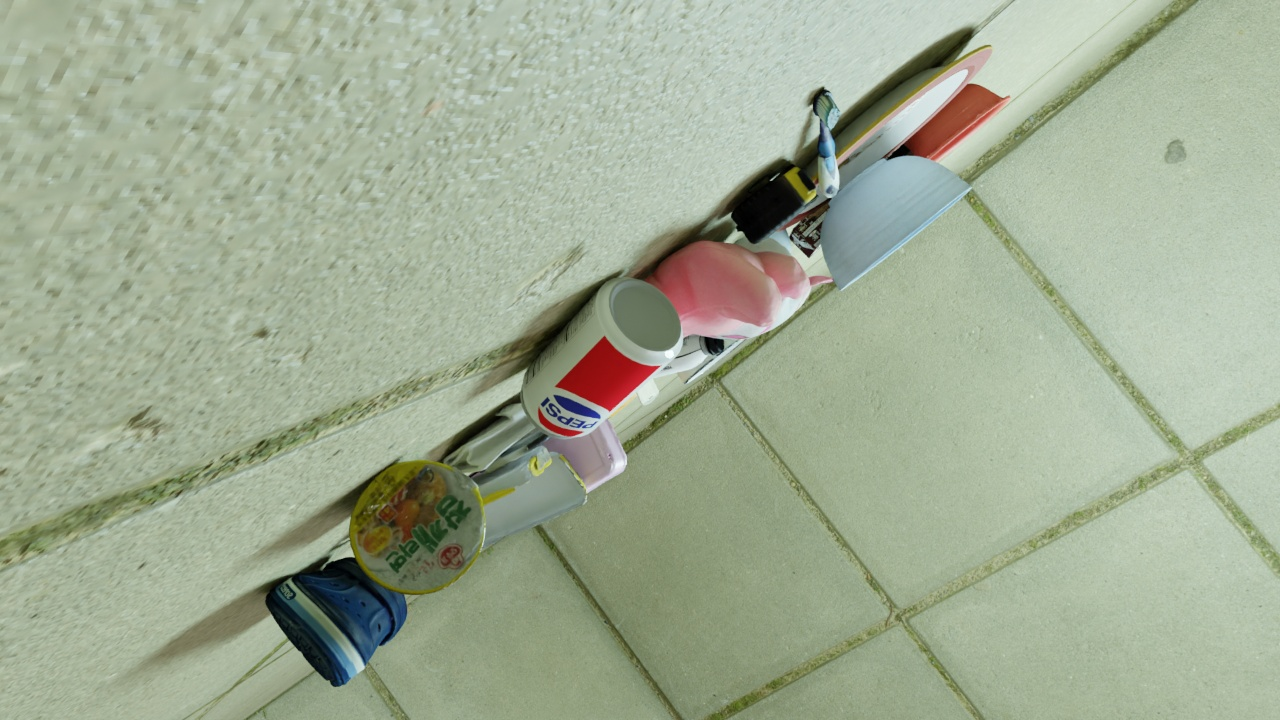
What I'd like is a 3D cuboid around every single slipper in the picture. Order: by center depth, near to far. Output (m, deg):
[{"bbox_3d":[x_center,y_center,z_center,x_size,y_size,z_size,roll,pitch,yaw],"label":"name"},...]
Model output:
[{"bbox_3d":[-0.274,0.230,0.863,0.095,0.105,0.253,-38,179,-15],"label":"slipper"}]

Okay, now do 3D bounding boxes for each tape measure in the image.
[{"bbox_3d":[0.098,-0.118,0.691,0.067,0.038,0.062,-36,-177,12],"label":"tape measure"}]

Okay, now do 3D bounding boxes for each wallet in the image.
[{"bbox_3d":[-0.119,0.059,0.815,0.116,0.032,0.086,-37,-174,-35],"label":"wallet"}]

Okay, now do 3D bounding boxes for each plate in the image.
[{"bbox_3d":[0.200,-0.193,0.792,0.229,0.021,0.230,-37,175,-4],"label":"plate"}]

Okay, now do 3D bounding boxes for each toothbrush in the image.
[{"bbox_3d":[0.134,-0.145,0.648,0.016,0.017,0.189,-32,166,7],"label":"toothbrush"}]

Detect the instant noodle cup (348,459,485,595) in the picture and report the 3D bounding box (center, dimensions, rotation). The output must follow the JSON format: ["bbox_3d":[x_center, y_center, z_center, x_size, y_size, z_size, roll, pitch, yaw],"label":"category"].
[{"bbox_3d":[-0.178,0.130,0.728,0.102,0.102,0.108,-36,-176,-19],"label":"instant noodle cup"}]

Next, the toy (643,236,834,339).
[{"bbox_3d":[0.074,-0.057,0.759,0.142,0.084,0.212,-16,180,26],"label":"toy"}]

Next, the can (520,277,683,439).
[{"bbox_3d":[-0.031,0.001,0.667,0.070,0.070,0.132,-32,172,-45],"label":"can"}]

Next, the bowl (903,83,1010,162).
[{"bbox_3d":[0.327,-0.252,0.982,0.130,0.045,0.130,-37,175,-4],"label":"bowl"}]

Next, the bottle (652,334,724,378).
[{"bbox_3d":[0.030,-0.007,0.939,0.116,0.041,0.041,-15,-174,28],"label":"bottle"}]

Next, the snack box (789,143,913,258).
[{"bbox_3d":[0.220,-0.171,0.964,0.141,0.032,0.051,-44,175,1],"label":"snack box"}]

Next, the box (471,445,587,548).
[{"bbox_3d":[-0.157,0.154,0.866,0.211,0.080,0.083,-27,-169,21],"label":"box"}]

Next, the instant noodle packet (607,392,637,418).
[{"bbox_3d":[-0.066,0.069,1.205,0.160,0.032,0.220,-37,175,14],"label":"instant noodle packet"}]

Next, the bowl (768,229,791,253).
[{"bbox_3d":[0.121,-0.098,0.980,0.106,0.039,0.106,-37,175,-4],"label":"bowl"}]

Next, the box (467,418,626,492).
[{"bbox_3d":[-0.086,0.098,0.949,0.202,0.101,0.103,-32,171,33],"label":"box"}]

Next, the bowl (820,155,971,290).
[{"bbox_3d":[0.227,-0.141,0.869,0.150,0.075,0.150,-38,174,-5],"label":"bowl"}]

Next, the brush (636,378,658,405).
[{"bbox_3d":[-0.005,0.005,0.880,0.033,0.012,0.218,-37,159,-5],"label":"brush"}]

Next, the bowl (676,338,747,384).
[{"bbox_3d":[0.082,-0.029,1.164,0.116,0.065,0.116,-37,174,-4],"label":"bowl"}]

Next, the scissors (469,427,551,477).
[{"bbox_3d":[-0.131,0.092,0.832,0.158,0.012,0.168,-30,-173,38],"label":"scissors"}]
